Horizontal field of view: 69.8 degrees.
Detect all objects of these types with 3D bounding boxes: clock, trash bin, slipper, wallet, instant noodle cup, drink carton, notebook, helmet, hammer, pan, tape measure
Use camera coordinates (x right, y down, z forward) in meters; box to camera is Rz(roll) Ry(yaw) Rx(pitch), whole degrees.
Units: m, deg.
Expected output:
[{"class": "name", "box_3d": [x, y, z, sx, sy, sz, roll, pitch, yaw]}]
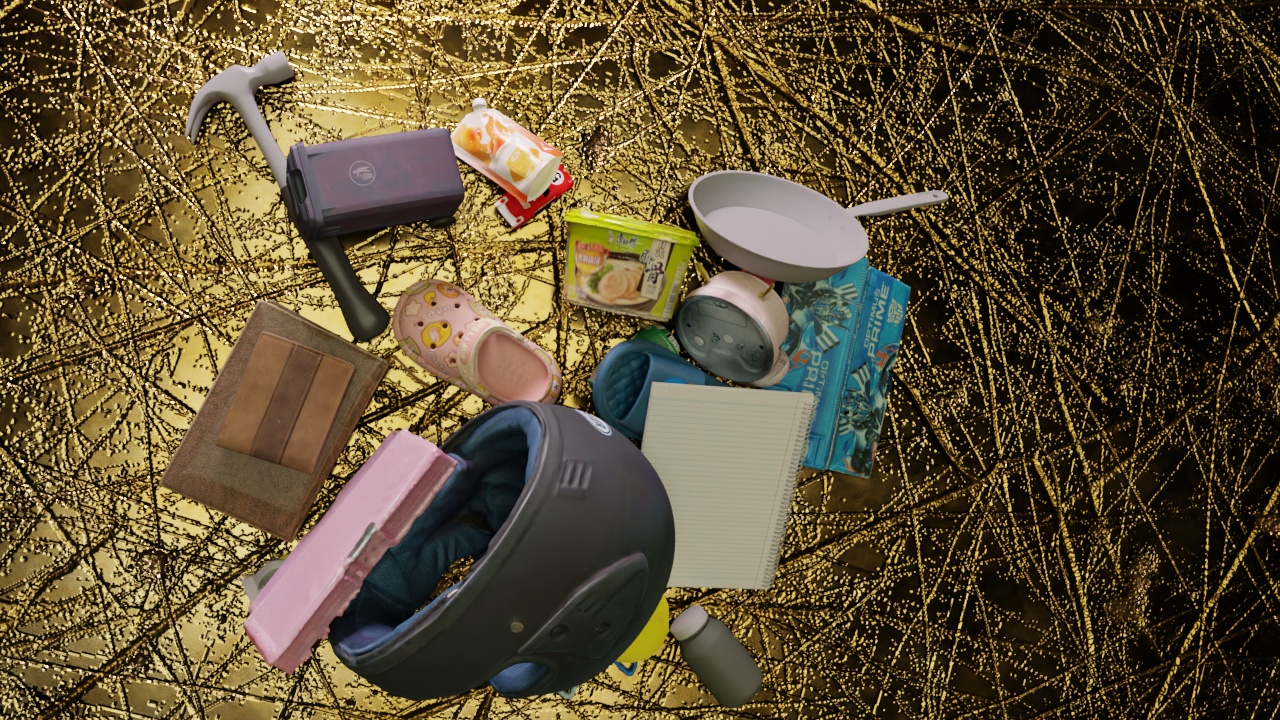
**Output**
[{"class": "clock", "box_3d": [0.104, -0.025, 0.988, 0.058, 0.117, 0.158, -50, 142, -34]}, {"class": "trash bin", "box_3d": [-0.269, -0.178, 0.927, 0.160, 0.092, 0.094, -14, 90, -23]}, {"class": "slipper", "box_3d": [0.038, 0.050, 0.978, 0.213, 0.059, 0.104, 24, 98, -34]}, {"class": "slipper", "box_3d": [-0.170, -0.009, 0.960, 0.197, 0.081, 0.093, 36, 82, -10]}, {"class": "wallet", "box_3d": [-0.351, 0.043, 0.912, 0.098, 0.027, 0.121, 20, 84, -9]}, {"class": "instant noodle cup", "box_3d": [-0.017, -0.099, 0.968, 0.146, 0.146, 0.098, 10, 97, -11]}, {"class": "drink carton", "box_3d": [-0.149, -0.227, 0.987, 0.122, 0.039, 0.069, 35, 87, 15]}, {"class": "notebook", "box_3d": [-0.352, 0.068, 0.942, 0.190, 0.034, 0.215, 28, 83, -9]}, {"class": "helmet", "box_3d": [-0.106, 0.204, 0.882, 0.316, 0.249, 0.236, -50, 125, -7]}, {"class": "hammer", "box_3d": [-0.356, -0.160, 0.955, 0.125, 0.029, 0.311, -29, 94, -12]}, {"class": "pan", "box_3d": [0.213, -0.159, 1.032, 0.355, 0.200, 0.051, -9, 133, -31]}, {"class": "notebook", "box_3d": [0.081, 0.142, 0.987, 0.178, 0.013, 0.246, 4, 112, -11]}, {"class": "tape measure", "box_3d": [-0.369, 0.235, 0.940, 0.065, 0.017, 0.064, -21, 92, -11]}]

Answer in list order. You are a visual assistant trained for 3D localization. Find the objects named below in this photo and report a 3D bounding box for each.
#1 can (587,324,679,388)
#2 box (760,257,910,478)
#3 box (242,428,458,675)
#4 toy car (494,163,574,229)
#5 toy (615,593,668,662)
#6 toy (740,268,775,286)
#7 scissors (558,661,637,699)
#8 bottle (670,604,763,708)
[{"class": "can", "box_3d": [-0.006, 0.006, 1.005, 0.101, 0.053, 0.053, -39, 95, -11]}, {"class": "box", "box_3d": [0.226, 0.005, 1.045, 0.170, 0.071, 0.243, 14, 85, -11]}, {"class": "box", "box_3d": [-0.287, 0.163, 0.870, 0.039, 0.179, 0.232, 46, 70, -29]}, {"class": "toy car", "box_3d": [-0.116, -0.183, 1.005, 0.089, 0.025, 0.038, -40, 95, -10]}, {"class": "toy", "box_3d": [-0.013, 0.279, 0.991, 0.094, 0.041, 0.095, -27, 91, -21]}, {"class": "toy", "box_3d": [0.124, -0.078, 1.038, 0.050, 0.065, 0.102, 4, 90, 21]}, {"class": "scissors", "box_3d": [-0.062, 0.312, 1.003, 0.125, 0.015, 0.127, 45, 75, -6]}, {"class": "bottle", "box_3d": [0.082, 0.324, 1.006, 0.060, 0.060, 0.108, -39, 95, -11]}]
